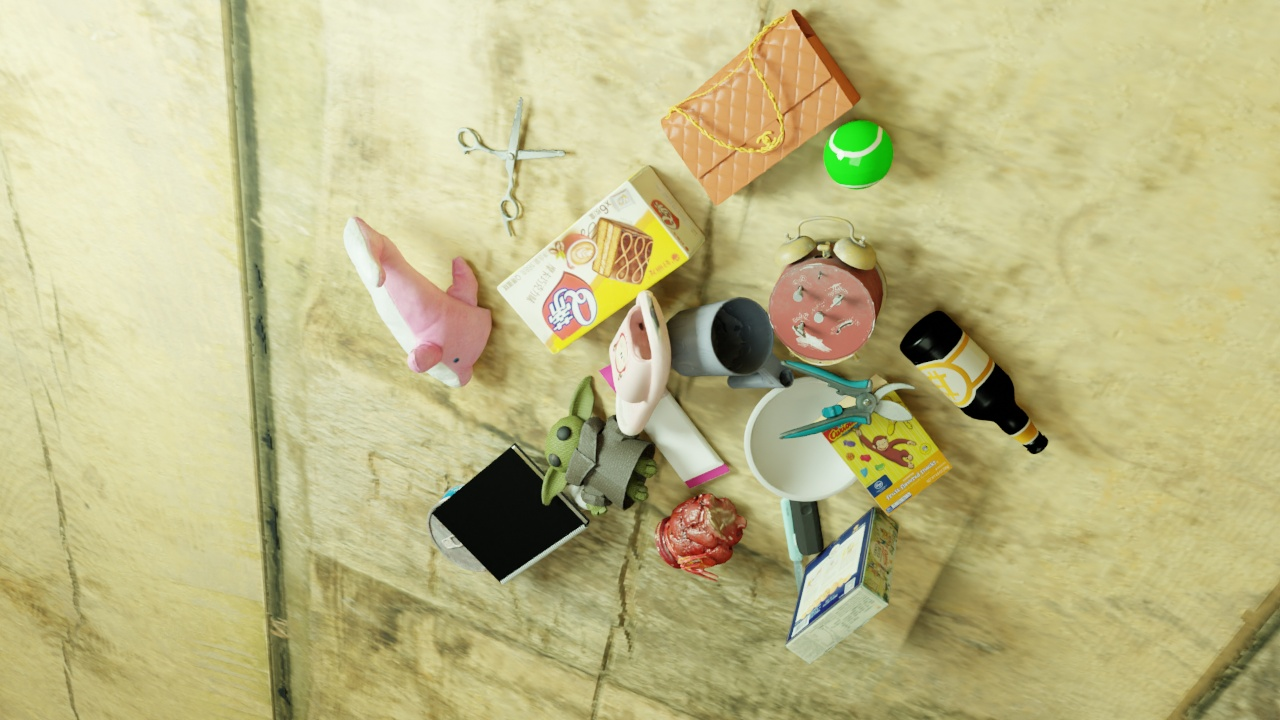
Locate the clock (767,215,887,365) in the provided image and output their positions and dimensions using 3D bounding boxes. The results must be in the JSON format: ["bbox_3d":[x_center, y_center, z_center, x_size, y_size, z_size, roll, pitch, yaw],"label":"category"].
[{"bbox_3d":[0.192,-0.073,0.956,0.117,0.081,0.159,5,120,21],"label":"clock"}]

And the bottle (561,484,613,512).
[{"bbox_3d":[-0.068,0.180,1.240,0.137,0.044,0.044,-24,106,33],"label":"bottle"}]

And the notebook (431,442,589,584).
[{"bbox_3d":[-0.183,0.219,1.276,0.149,0.016,0.207,47,125,-6],"label":"notebook"}]

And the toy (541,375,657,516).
[{"bbox_3d":[-0.051,0.124,1.163,0.153,0.078,0.179,23,101,18],"label":"toy"}]

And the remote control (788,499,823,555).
[{"bbox_3d":[0.201,0.176,1.130,0.033,0.015,0.147,-13,115,0],"label":"remote control"}]

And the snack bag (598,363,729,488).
[{"bbox_3d":[0.031,0.075,1.154,0.070,0.016,0.196,-30,103,36],"label":"snack bag"}]

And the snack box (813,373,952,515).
[{"bbox_3d":[0.267,0.093,1.016,0.088,0.040,0.126,-39,104,6],"label":"snack box"}]

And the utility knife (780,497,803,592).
[{"bbox_3d":[0.198,0.239,1.177,0.022,0.015,0.165,-14,117,-6],"label":"utility knife"}]

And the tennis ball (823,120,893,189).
[{"bbox_3d":[0.210,-0.198,0.886,0.065,0.065,0.065,11,122,18],"label":"tennis ball"}]

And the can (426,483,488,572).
[{"bbox_3d":[-0.249,0.249,1.360,0.130,0.044,0.130,11,122,18],"label":"can"}]

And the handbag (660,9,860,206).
[{"bbox_3d":[0.111,-0.247,0.908,0.172,0.060,0.109,-33,98,34],"label":"handbag"}]

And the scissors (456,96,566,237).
[{"bbox_3d":[-0.153,-0.224,1.064,0.141,0.014,0.175,22,126,15],"label":"scissors"}]

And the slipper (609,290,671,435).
[{"bbox_3d":[-0.006,0.006,1.044,0.055,0.106,0.222,-2,145,-12],"label":"slipper"}]

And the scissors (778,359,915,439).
[{"bbox_3d":[0.207,0.038,0.975,0.155,0.019,0.124,-31,87,4],"label":"scissors"}]

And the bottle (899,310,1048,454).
[{"bbox_3d":[0.355,0.030,0.957,0.181,0.059,0.059,43,126,-4],"label":"bottle"}]

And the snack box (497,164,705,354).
[{"bbox_3d":[-0.048,-0.110,1.054,0.231,0.061,0.110,-33,102,34],"label":"snack box"}]

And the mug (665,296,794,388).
[{"bbox_3d":[0.097,-0.010,1.018,0.124,0.083,0.104,41,158,-22],"label":"mug"}]

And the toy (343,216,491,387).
[{"bbox_3d":[-0.262,-0.076,1.138,0.128,0.186,0.266,-33,131,-3],"label":"toy"}]

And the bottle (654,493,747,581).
[{"bbox_3d":[0.079,0.226,1.172,0.111,0.098,0.099,-31,102,39],"label":"bottle"}]

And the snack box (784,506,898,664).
[{"bbox_3d":[0.241,0.266,1.092,0.042,0.144,0.145,36,126,-1],"label":"snack box"}]

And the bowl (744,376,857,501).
[{"bbox_3d":[0.191,0.085,1.055,0.149,0.043,0.150,-1,105,-2],"label":"bowl"}]
